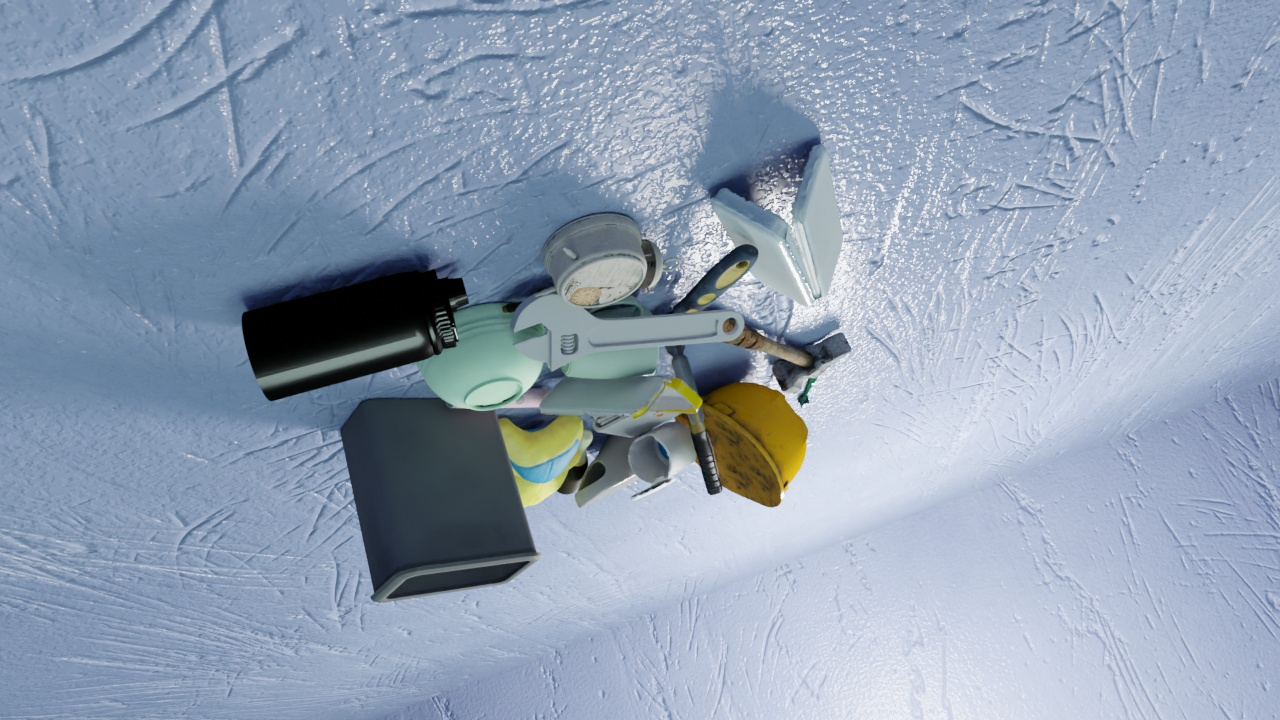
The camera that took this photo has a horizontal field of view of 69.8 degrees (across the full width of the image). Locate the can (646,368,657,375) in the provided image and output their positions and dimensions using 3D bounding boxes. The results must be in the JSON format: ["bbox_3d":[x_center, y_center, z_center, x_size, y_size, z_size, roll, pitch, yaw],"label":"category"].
[{"bbox_3d":[-0.007,0.007,1.177,0.055,0.055,0.102,-18,156,-5],"label":"can"}]

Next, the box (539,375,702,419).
[{"bbox_3d":[-0.029,0.044,1.134,0.117,0.057,0.210,-5,-176,-40],"label":"box"}]

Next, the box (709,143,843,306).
[{"bbox_3d":[0.173,-0.152,0.991,0.127,0.106,0.215,-51,154,-1],"label":"box"}]

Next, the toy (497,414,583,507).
[{"bbox_3d":[-0.161,0.155,1.337,0.148,0.084,0.215,-6,150,-26],"label":"toy"}]

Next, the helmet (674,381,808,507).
[{"bbox_3d":[0.173,0.108,1.402,0.131,0.205,0.256,-39,-172,-18],"label":"helmet"}]

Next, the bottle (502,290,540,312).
[{"bbox_3d":[-0.097,-0.065,0.991,0.106,0.025,0.025,-13,155,-17],"label":"bottle"}]

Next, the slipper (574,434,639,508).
[{"bbox_3d":[-0.023,0.155,1.470,0.113,0.080,0.265,-35,170,37],"label":"slipper"}]

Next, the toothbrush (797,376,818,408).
[{"bbox_3d":[0.286,0.035,1.511,0.016,0.017,0.190,-16,156,-10],"label":"toothbrush"}]

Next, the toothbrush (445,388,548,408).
[{"bbox_3d":[-0.148,0.048,1.189,0.222,0.026,0.027,1,105,-40],"label":"toothbrush"}]

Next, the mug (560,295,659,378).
[{"bbox_3d":[-0.038,-0.030,1.054,0.104,0.084,0.111,-6,137,-20],"label":"mug"}]

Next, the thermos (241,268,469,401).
[{"bbox_3d":[-0.259,-0.030,0.865,0.198,0.086,0.086,-16,156,-10],"label":"thermos"}]

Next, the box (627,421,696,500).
[{"bbox_3d":[0.026,0.149,1.365,0.084,0.092,0.165,-22,178,31],"label":"box"}]

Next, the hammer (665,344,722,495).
[{"bbox_3d":[0.083,0.102,1.292,0.025,0.117,0.333,-16,144,1],"label":"hammer"}]

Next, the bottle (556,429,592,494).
[{"bbox_3d":[-0.101,0.154,1.425,0.045,0.045,0.185,-11,154,-21],"label":"bottle"}]

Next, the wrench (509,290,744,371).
[{"bbox_3d":[-0.008,-0.041,1.012,0.273,0.018,0.087,-6,113,-20],"label":"wrench"}]

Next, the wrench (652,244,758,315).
[{"bbox_3d":[0.065,-0.068,1.061,0.073,0.022,0.274,9,158,-20],"label":"wrench"}]

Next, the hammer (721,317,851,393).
[{"bbox_3d":[0.178,-0.022,1.281,0.122,0.049,0.318,-37,150,27],"label":"hammer"}]

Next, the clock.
[{"bbox_3d":[-0.025,-0.095,0.941,0.156,0.061,0.104,-3,151,-30],"label":"clock"}]

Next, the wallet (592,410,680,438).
[{"bbox_3d":[-0.010,0.075,1.344,0.119,0.037,0.115,-29,155,27],"label":"wallet"}]

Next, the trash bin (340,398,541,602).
[{"bbox_3d":[-0.246,0.163,1.117,0.191,0.219,0.098,2,148,-41],"label":"trash bin"}]

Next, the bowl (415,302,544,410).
[{"bbox_3d":[-0.172,0.007,1.024,0.151,0.077,0.151,-16,155,-8],"label":"bowl"}]
